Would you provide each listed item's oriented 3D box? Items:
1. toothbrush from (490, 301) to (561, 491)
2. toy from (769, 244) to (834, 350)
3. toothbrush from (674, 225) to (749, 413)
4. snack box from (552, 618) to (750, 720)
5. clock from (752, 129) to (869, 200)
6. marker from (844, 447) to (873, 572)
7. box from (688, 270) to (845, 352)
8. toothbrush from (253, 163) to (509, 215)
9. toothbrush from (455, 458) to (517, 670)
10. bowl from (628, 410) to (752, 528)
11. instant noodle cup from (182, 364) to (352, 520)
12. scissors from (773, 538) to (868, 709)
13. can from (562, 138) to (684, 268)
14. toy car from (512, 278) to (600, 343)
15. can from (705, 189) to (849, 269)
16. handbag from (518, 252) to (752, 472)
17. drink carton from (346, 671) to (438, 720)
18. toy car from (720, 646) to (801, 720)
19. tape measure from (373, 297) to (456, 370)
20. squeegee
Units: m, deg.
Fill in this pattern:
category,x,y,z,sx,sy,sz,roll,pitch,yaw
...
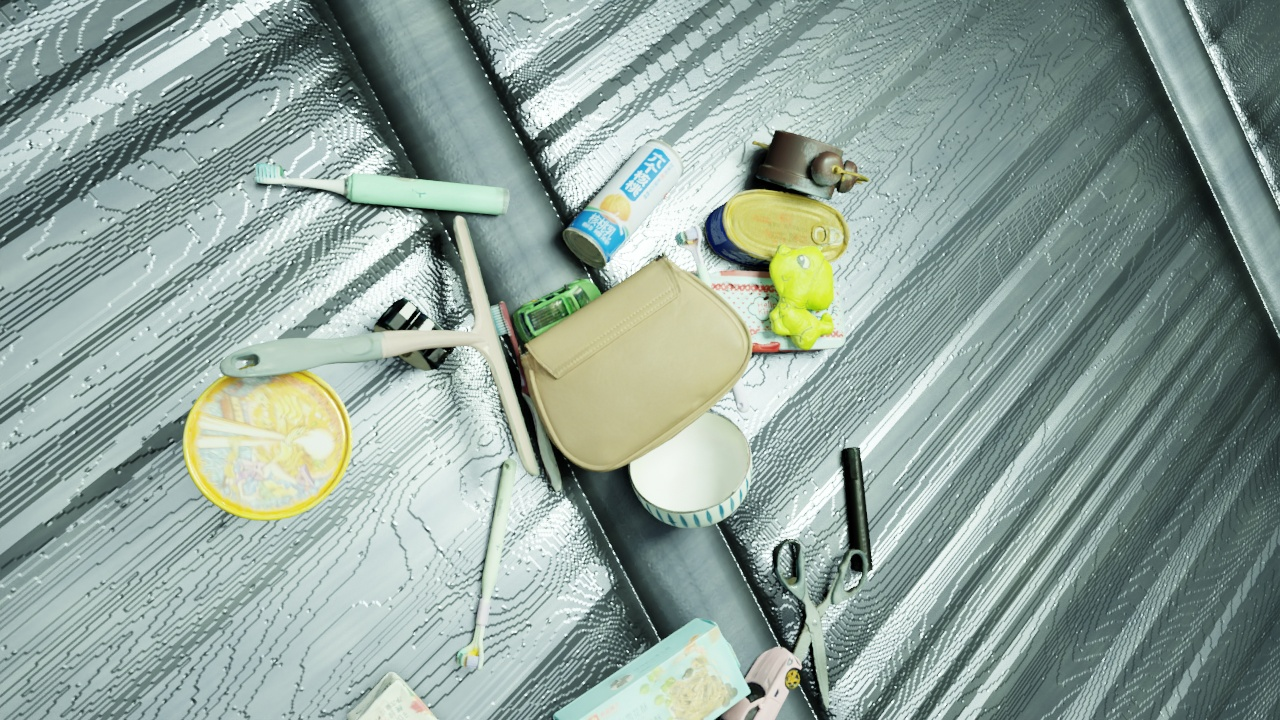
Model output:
category,x,y,z,sx,sy,sz,roll,pitch,yaw
toothbrush,-0.108,0.035,0.865,0.017,0.016,0.187,-17,91,5
toy,0.164,-0.067,0.927,0.096,0.031,0.100,30,83,-19
toothbrush,0.074,-0.039,0.899,0.021,0.029,0.189,-15,87,-59
snack box,0.012,0.320,0.855,0.174,0.052,0.074,-28,95,-22
clock,0.177,-0.199,0.949,0.082,0.122,0.055,-1,111,-56
marker,0.232,0.158,0.975,0.020,0.022,0.132,-5,84,10
box,0.120,-0.051,0.946,0.201,0.047,0.086,-1,84,-20
toothbrush,-0.231,-0.155,0.835,0.224,0.026,0.027,2,104,-20
toothbrush,-0.136,0.182,0.834,0.020,0.029,0.189,31,66,-59
bowl,0.051,0.112,0.878,0.116,0.116,0.066,-41,142,-20
instant noodle cup,-0.296,0.067,0.735,0.118,0.115,0.118,3,82,-21
scissors,0.179,0.262,0.943,0.159,0.014,0.178,-32,91,-9
can,-0.015,-0.156,0.902,0.053,0.053,0.134,43,71,-11
toy car,-0.076,-0.047,0.877,0.091,0.036,0.043,-28,93,-25
can,0.143,-0.134,0.962,0.148,0.049,0.074,5,82,-20
handbag,-0.005,0.005,0.850,0.204,0.100,0.148,-34,91,-6
drink carton,-0.188,0.329,0.782,0.053,0.046,0.122,-44,100,-21
toy car,0.111,0.333,0.891,0.037,0.056,0.122,40,71,-19
tape measure,-0.200,-0.021,0.808,0.066,0.066,0.033,43,68,-17
squeegee,-0.200,-0.010,0.725,0.249,0.040,0.247,-8,76,-44
